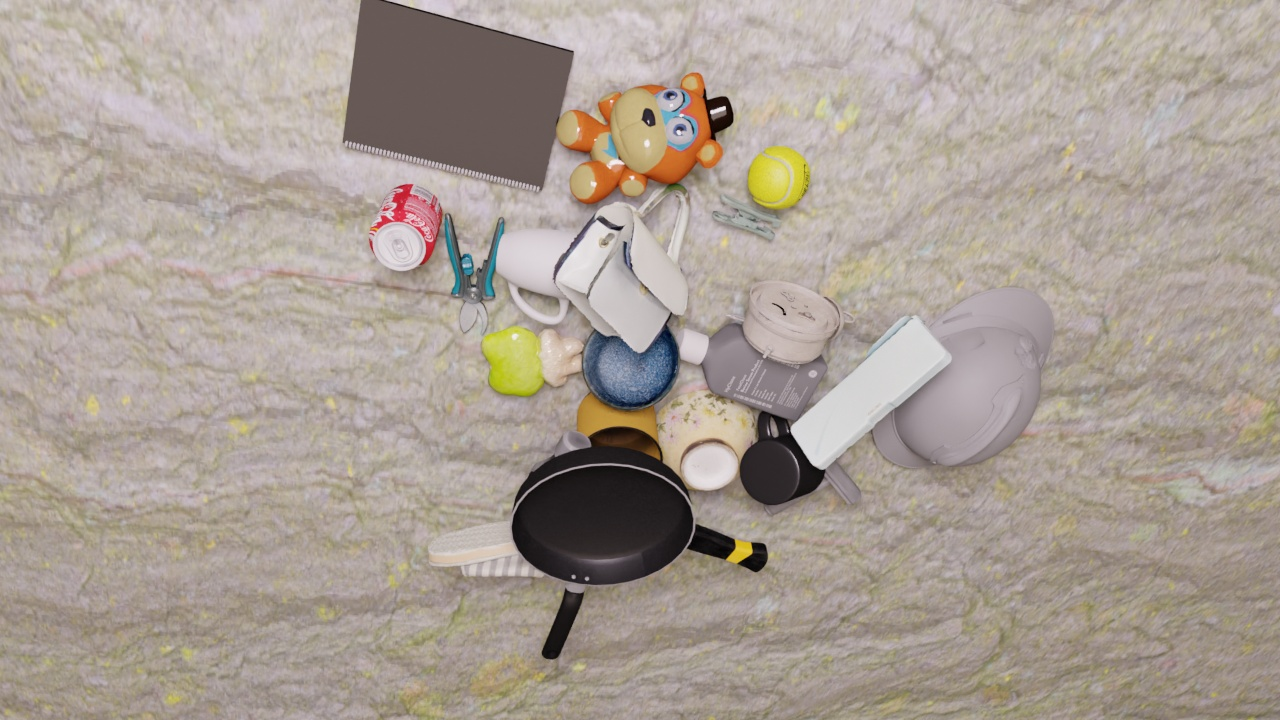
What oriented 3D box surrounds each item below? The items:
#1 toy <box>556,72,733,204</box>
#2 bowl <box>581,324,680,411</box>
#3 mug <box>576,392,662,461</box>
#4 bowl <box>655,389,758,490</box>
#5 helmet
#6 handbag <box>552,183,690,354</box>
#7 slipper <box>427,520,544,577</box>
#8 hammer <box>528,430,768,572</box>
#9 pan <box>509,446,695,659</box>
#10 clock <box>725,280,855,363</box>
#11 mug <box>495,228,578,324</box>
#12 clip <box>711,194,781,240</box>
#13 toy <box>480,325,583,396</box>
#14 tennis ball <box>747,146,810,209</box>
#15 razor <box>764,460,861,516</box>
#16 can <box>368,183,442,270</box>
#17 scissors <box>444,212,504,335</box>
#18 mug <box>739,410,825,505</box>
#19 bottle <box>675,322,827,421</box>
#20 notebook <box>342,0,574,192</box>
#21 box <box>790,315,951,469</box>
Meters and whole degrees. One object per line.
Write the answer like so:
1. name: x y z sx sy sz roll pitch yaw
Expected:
1. toy: 0.007 -0.223 0.919 0.176 0.096 0.112 -16 79 1
2. bowl: -0.006 0.006 1.057 0.114 0.061 0.114 -3 77 11
3. mug: -0.031 0.099 1.095 0.100 0.094 0.124 14 122 -13
4. bowl: 0.082 0.114 1.133 0.145 0.063 0.145 -3 120 -5
5. helmet: 0.405 0.050 1.094 0.183 0.117 0.272 28 111 -19
6. handbag: 0.007 -0.109 0.965 0.176 0.074 0.151 -57 147 -9
7. slipper: -0.128 0.232 1.155 0.272 0.114 0.054 -6 101 -11
8. hammer: 0.011 0.195 1.090 0.324 0.034 0.170 22 123 -19
9. pan: -0.064 0.231 1.067 0.204 0.044 0.357 11 128 -13
10. clock: 0.182 -0.041 1.044 0.156 0.103 0.061 -7 131 -31
11. mug: -0.109 -0.091 0.995 0.089 0.071 0.107 10 116 1
12. clip: 0.117 -0.157 1.006 0.075 0.023 0.043 17 114 -17
13. toy: -0.121 -0.002 1.061 0.118 0.043 0.092 -9 117 -3
14. tennis ball: 0.145 -0.192 0.964 0.065 0.065 0.065 -2 119 -4
15. razor: 0.213 0.170 1.192 0.116 0.047 0.088 -31 118 21
16. can: -0.239 -0.136 0.938 0.064 0.104 0.064 -2 119 -4
17. scissors: -0.183 -0.102 1.013 0.125 0.019 0.156 -31 119 14
18. mug: 0.170 0.115 1.122 0.078 0.087 0.113 -15 83 30
19. bottle: 0.123 0.005 1.084 0.173 0.046 0.084 18 116 -15
20. notebook: -0.185 -0.263 0.924 0.206 0.016 0.149 12 117 -11
21. box: 0.266 0.034 1.069 0.074 0.126 0.198 47 109 4
